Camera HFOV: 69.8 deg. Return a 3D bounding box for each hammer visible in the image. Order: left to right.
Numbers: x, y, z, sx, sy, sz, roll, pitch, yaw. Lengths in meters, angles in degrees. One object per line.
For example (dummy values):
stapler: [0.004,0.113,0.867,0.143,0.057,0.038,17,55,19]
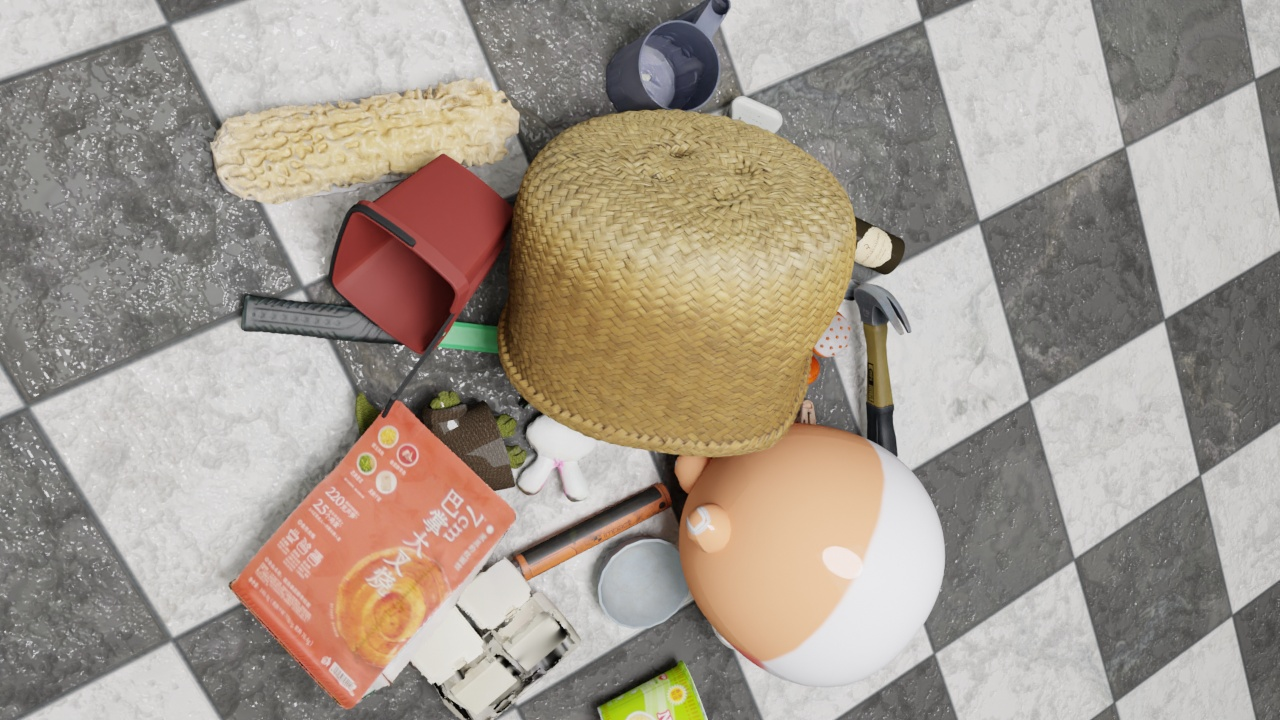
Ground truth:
hammer: [-0.215,-0.027,0.891,0.318,0.032,0.130,6,96,-21]
hammer: [-0.108,0.196,0.948,0.313,0.035,0.138,-24,129,-21]
hammer: [0.279,0.074,1.063,0.025,0.118,0.333,-14,108,-17]

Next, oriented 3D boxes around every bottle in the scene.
bottle: [0.208,-0.151,1.029,0.184,0.045,0.045,22,90,-15]

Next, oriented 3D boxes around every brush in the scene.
brush: [-0.247,-0.200,0.838,0.270,0.057,0.083,-14,103,-18]

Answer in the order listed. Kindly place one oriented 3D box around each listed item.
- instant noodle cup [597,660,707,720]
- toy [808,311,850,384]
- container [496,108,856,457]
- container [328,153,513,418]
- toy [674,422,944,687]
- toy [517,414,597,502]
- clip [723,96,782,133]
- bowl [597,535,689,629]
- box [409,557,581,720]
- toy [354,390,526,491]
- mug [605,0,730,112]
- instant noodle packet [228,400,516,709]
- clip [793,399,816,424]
instant noodle cup: [0.014,0.398,1.013,0.108,0.099,0.099,-19,104,-10]
toy: [0.119,-0.019,0.985,0.164,0.093,0.172,39,87,9]
container: [0.030,-0.088,0.810,0.306,0.306,0.197,-10,133,-20]
container: [-0.207,-0.066,0.793,0.127,0.148,0.200,38,55,-5]
toy: [0.161,0.193,0.948,0.280,0.262,0.266,29,106,-13]
toy: [-0.082,0.086,0.956,0.079,0.038,0.122,13,94,-10]
clip: [0.103,-0.201,0.952,0.126,0.096,0.152,21,93,-11]
bowl: [0.000,0.236,1.004,0.106,0.039,0.106,-5,106,-17]
box: [-0.152,0.281,0.924,0.143,0.050,0.184,-38,137,-14]
toy: [-0.190,0.100,0.893,0.152,0.078,0.179,-20,107,-17]
mug: [0.029,-0.298,0.904,0.084,0.104,0.124,33,85,-22]
instant noodle packet: [-0.233,0.167,0.820,0.164,0.084,0.221,40,98,14]
clip: [0.191,0.077,1.058,0.024,0.041,0.061,3,102,-23]
